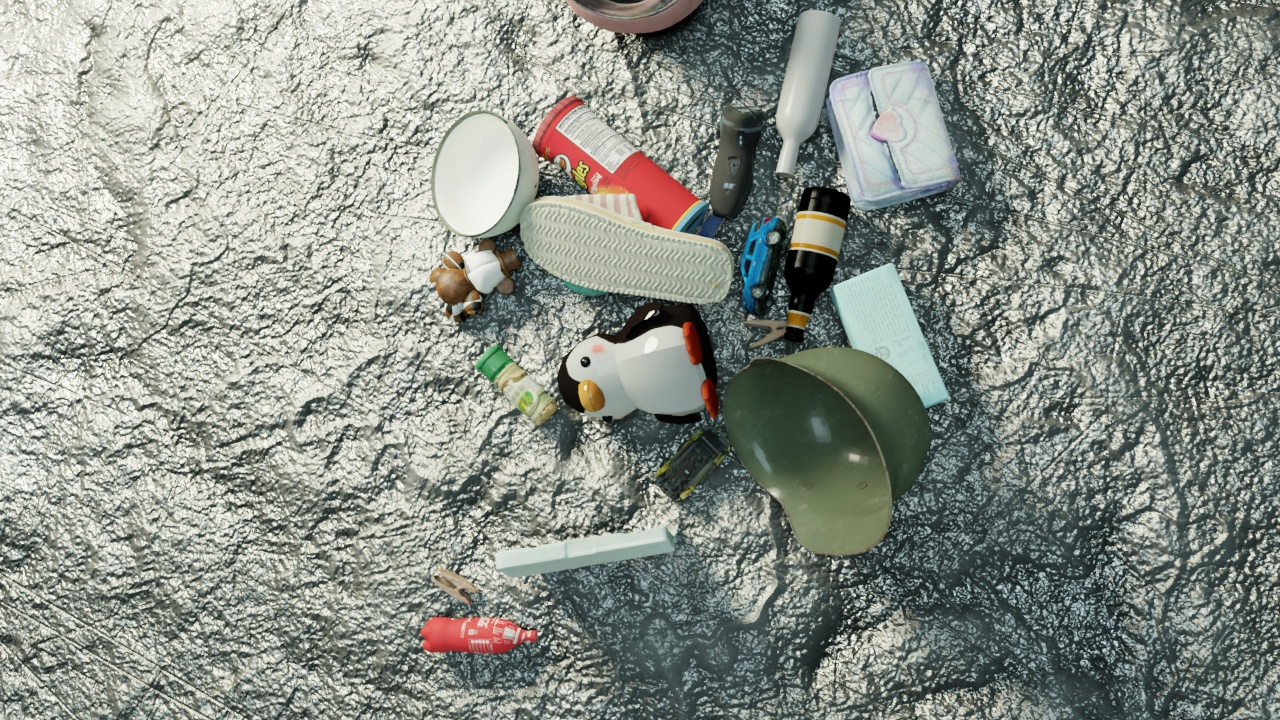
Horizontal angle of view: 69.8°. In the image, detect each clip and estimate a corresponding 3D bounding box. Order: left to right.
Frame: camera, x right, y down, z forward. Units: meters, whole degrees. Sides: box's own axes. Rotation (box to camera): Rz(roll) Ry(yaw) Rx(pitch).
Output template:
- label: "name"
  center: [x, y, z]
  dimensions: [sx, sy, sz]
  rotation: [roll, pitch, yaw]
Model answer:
- label: "clip"
  center: [-0.228, 0.276, 1.138]
  dimensions: [0.049, 0.026, 0.061]
  rotation: [-26, 84, 3]
- label: "clip"
  center: [0.157, -0.031, 1.111]
  dimensions: [0.049, 0.026, 0.061]
  rotation: [27, 82, -1]

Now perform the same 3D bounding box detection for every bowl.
- label: "bowl"
  center: [-0.182, -0.224, 1.129]
  dimensions: [0.154, 0.072, 0.153]
  rotation: [-1, 89, 36]

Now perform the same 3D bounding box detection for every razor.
- label: "razor"
  center: [0.114, -0.243, 1.110]
  dimensions: [0.053, 0.063, 0.140]
  rotation: [10, 86, 9]

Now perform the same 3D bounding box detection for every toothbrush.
- label: "toothbrush"
  center: [0.069, -0.140, 1.132]
  dimensions: [0.021, 0.017, 0.135]
  rotation: [34, 91, 6]

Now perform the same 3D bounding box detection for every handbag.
- label: "handbag"
  center: [0.300, -0.269, 1.088]
  dimensions: [0.126, 0.069, 0.158]
  rotation: [-14, 82, 4]

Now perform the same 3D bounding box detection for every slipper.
- label: "slipper"
  center: [-0.014, -0.135, 1.076]
  dimensions: [0.263, 0.052, 0.115]
  rotation: [16, 125, 14]

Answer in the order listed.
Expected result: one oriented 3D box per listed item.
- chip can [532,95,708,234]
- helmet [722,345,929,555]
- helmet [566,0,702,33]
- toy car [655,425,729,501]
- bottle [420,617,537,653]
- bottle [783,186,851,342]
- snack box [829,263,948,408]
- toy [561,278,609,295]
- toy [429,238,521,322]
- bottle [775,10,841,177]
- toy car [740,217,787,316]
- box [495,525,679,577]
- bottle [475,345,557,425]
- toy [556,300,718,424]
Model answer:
- label: "chip can"
  center: [-0.025, -0.224, 1.117]
  dimensions: [0.213, 0.087, 0.087]
  rotation: [40, 91, 7]
- label: "helmet"
  center: [0.212, 0.074, 1.010]
  dimensions: [0.153, 0.268, 0.227]
  rotation: [-26, 108, -32]
- label: "helmet"
  center: [-0.002, -0.511, 1.101]
  dimensions: [0.230, 0.152, 0.255]
  rotation: [-8, 83, 9]
- label: "toy car"
  center: [0.064, 0.124, 1.106]
  dimensions: [0.107, 0.030, 0.049]
  rotation: [-46, 81, 9]
- label: "bottle"
  center: [-0.196, 0.335, 1.119]
  dimensions: [0.141, 0.042, 0.042]
  rotation: [-1, 85, 7]
- label: "bottle"
  center: [0.202, -0.111, 1.091]
  dimensions: [0.059, 0.059, 0.181]
  rotation: [13, 88, 8]
- label: "snack box"
  center: [0.290, -0.020, 1.077]
  dimensions: [0.075, 0.053, 0.174]
  rotation: [-22, 85, 5]
- label: "toy"
  center: [-0.058, -0.120, 1.142]
  dimensions: [0.105, 0.033, 0.085]
  rotation: [17, 77, 9]
- label: "toy"
  center: [-0.205, -0.104, 1.146]
  dimensions: [0.112, 0.067, 0.087]
  rotation: [-25, 83, -4]
- label: "bottle"
  center: [0.196, -0.319, 1.111]
  dimensions: [0.052, 0.052, 0.195]
  rotation: [13, 88, 8]
- label: "toy car"
  center: [0.146, -0.113, 1.104]
  dimensions: [0.044, 0.056, 0.120]
  rotation: [11, 83, 22]
- label: "box"
  center: [-0.056, 0.220, 1.062]
  dimensions: [0.197, 0.136, 0.044]
  rotation: [-10, 79, 7]
- label: "bottle"
  center: [-0.153, 0.032, 1.137]
  dimensions: [0.111, 0.043, 0.043]
  rotation: [43, 92, 7]
- label: "toy"
  center: [-0.007, 0.006, 1.093]
  dimensions: [0.184, 0.139, 0.159]
  rotation: [-13, 117, 15]
